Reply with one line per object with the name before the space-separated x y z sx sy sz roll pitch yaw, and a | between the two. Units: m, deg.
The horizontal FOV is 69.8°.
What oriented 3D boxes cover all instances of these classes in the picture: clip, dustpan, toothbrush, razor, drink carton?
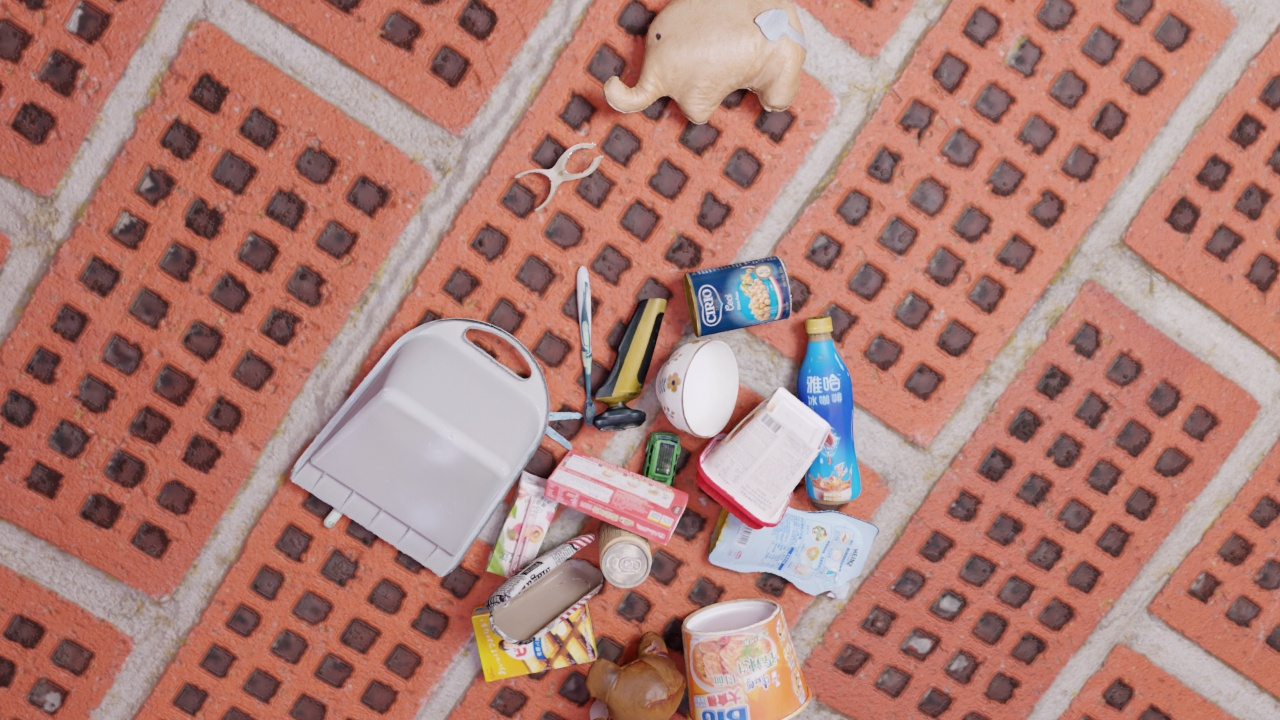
clip | -0.088 -0.211 1.033 0.100 0.034 0.072 -28 101 6
dustpan | -0.233 0.085 1.065 0.222 0.142 0.259 37 125 -12
toothbrush | -0.312 0.126 1.081 0.189 0.020 0.029 -49 135 5
toothbrush | -0.063 -0.015 1.073 0.016 0.018 0.192 -3 100 -3
razor | -0.006 0.006 1.064 0.068 0.062 0.167 20 93 25
drink carton | -0.138 0.200 1.090 0.053 0.045 0.122 21 98 -8

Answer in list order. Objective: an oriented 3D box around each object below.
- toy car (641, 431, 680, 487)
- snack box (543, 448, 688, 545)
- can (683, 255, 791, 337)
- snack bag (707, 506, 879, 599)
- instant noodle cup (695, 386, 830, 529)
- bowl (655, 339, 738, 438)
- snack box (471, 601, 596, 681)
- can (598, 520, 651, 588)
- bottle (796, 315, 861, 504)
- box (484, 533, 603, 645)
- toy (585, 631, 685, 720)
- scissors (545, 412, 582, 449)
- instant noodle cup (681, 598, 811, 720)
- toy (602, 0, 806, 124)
toy car | 0.023 0.131 1.094 0.043 0.036 0.091 8 102 -6
snack box | -0.027 0.155 1.054 0.153 0.075 0.025 20 119 10
can | 0.111 -0.073 1.045 0.111 0.075 0.075 -11 100 -2
snack bag | 0.185 0.223 1.117 0.191 0.039 0.110 18 92 -8
instant noodle cup | 0.143 0.106 1.036 0.116 0.116 0.124 39 119 5
bowl | 0.058 0.029 1.055 0.062 0.113 0.113 10 101 37
snack box | -0.129 0.334 1.120 0.140 0.033 0.087 -10 99 0
can | -0.019 0.216 1.063 0.058 0.116 0.058 0 99 -3
bottle | 0.219 0.057 1.078 0.065 0.065 0.219 -7 99 -2
box | -0.107 0.248 1.047 0.076 0.162 0.088 27 124 30
toy | -0.016 0.435 1.102 0.139 0.131 0.200 -16 116 -39
scissors | -0.139 0.073 1.086 0.134 0.017 0.113 39 94 -12
instant noodle cup | 0.118 0.354 1.085 0.151 0.151 0.111 -12 91 -2
toy | 0.067 -0.332 0.999 0.226 0.082 0.143 -9 91 1
